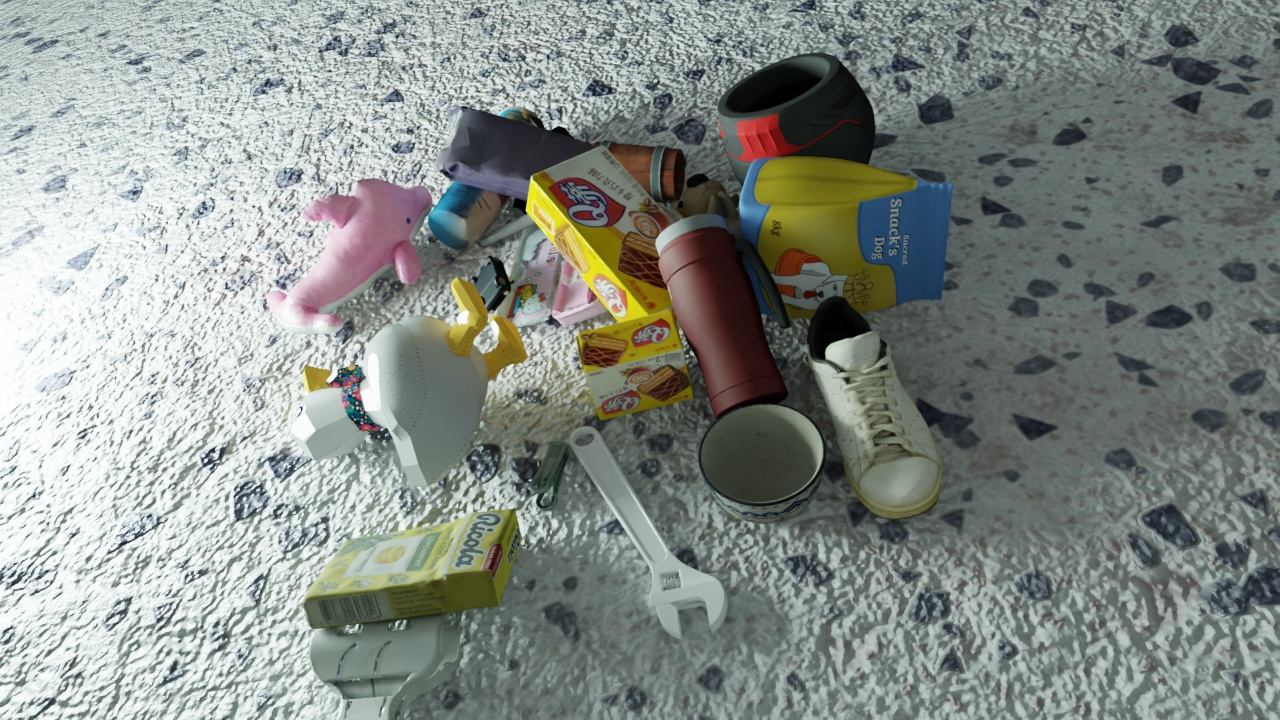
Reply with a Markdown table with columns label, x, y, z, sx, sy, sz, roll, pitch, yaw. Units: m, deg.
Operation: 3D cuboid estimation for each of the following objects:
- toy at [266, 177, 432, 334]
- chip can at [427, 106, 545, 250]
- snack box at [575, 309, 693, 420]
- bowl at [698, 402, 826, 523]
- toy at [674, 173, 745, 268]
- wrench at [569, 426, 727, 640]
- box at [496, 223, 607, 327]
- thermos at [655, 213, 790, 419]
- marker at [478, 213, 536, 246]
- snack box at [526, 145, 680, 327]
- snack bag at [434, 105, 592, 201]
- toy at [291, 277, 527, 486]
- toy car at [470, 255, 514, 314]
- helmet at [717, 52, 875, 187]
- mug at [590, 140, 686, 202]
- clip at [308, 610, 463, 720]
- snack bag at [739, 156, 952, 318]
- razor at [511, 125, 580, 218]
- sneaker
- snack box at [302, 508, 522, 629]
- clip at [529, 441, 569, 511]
| label | x | y | z | sx | sy | sz | roll | pitch | yaw |
| --- | --- | --- | --- | --- | --- | --- | --- | --- | --- |
| toy | -0.377 | -0.152 | 1.180 | 0.187 | 0.128 | 0.265 | 22 | 65 | 36 |
| chip can | -0.205 | -0.251 | 1.257 | 0.080 | 0.080 | 0.228 | 8 | 53 | 22 |
| snack box | -0.006 | 0.006 | 0.961 | 0.106 | 0.084 | 0.061 | -14 | 48 | 2 |
| bowl | 0.115 | 0.102 | 0.856 | 0.115 | 0.059 | 0.115 | -8 | 47 | 8 |
| toy | 0.087 | -0.167 | 1.091 | 0.134 | 0.106 | 0.108 | -28 | 36 | -16 |
| wrench | -0.004 | 0.153 | 0.873 | 0.066 | 0.018 | 0.273 | -27 | 46 | -11 |
| box | -0.091 | -0.119 | 1.134 | 0.155 | 0.045 | 0.200 | -15 | 43 | 26 |
| thermos | 0.090 | -0.049 | 0.927 | 0.108 | 0.083 | 0.198 | -27 | 71 | 28 |
| marker | -0.153 | -0.177 | 1.197 | 0.139 | 0.016 | 0.022 | -23 | 58 | 17 |
| snack box | -0.022 | -0.133 | 1.044 | 0.109 | 0.062 | 0.230 | -29 | 68 | -27 |
| snack bag | -0.157 | -0.263 | 1.190 | 0.205 | 0.058 | 0.096 | 14 | 73 | -13 |
| toy | -0.250 | 0.038 | 0.971 | 0.267 | 0.141 | 0.246 | -37 | 49 | 4 |
| toy car | -0.178 | -0.091 | 1.110 | 0.046 | 0.034 | 0.112 | -50 | 29 | 12 |
| helmet | 0.191 | -0.259 | 1.088 | 0.164 | 0.170 | 0.263 | -4 | 35 | 29 |
| mug | 0.001 | -0.252 | 1.209 | 0.111 | 0.082 | 0.117 | 5 | 30 | 15 |
| clip | -0.228 | 0.265 | 0.793 | 0.126 | 0.092 | 0.151 | -8 | 37 | 11 |
| snack bag | 0.216 | -0.126 | 0.970 | 0.205 | 0.159 | 0.102 | 5 | 48 | 17 |
| razor | -0.129 | -0.250 | 1.253 | 0.060 | 0.057 | 0.155 | -35 | 26 | 51 |
| sneaker | 0.217 | 0.030 | 0.864 | 0.089 | 0.102 | 0.241 | -16 | 47 | 0 |
| snack box | -0.207 | 0.189 | 0.841 | 0.181 | 0.045 | 0.121 | -10 | 17 | 7 |
| clip | -0.090 | 0.115 | 0.925 | 0.023 | 0.035 | 0.074 | 0 | 43 | 17 |
